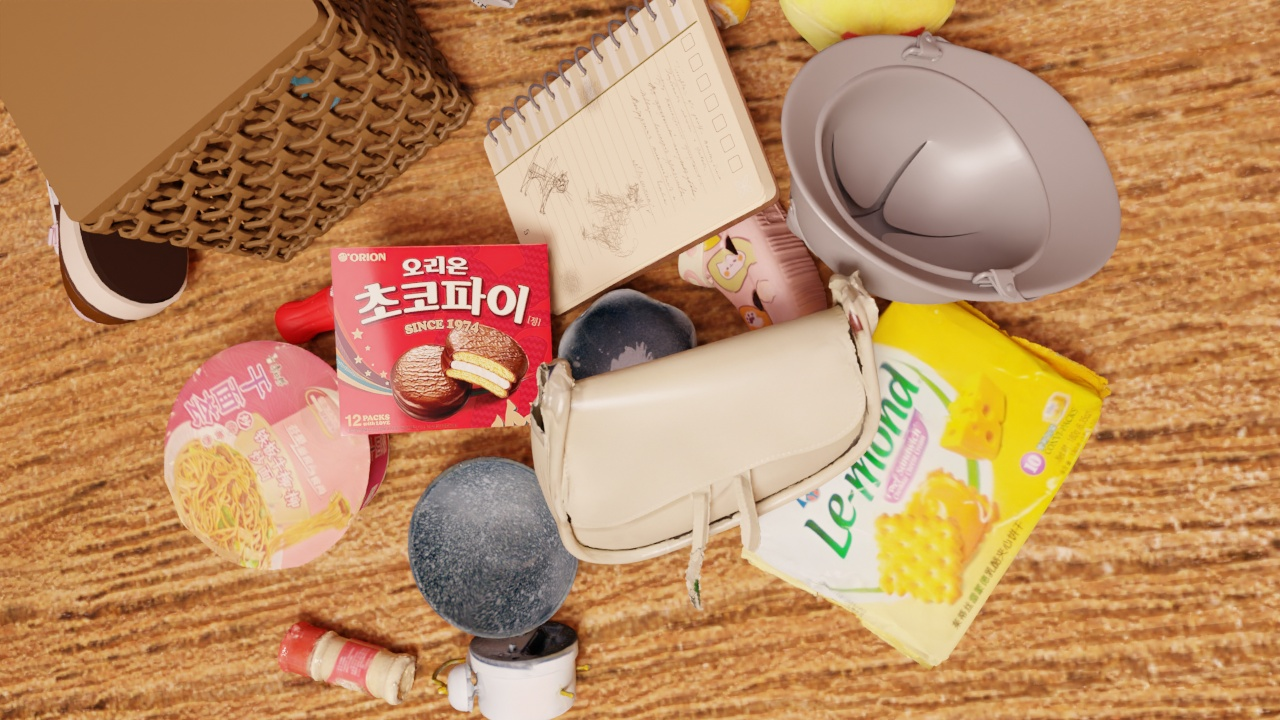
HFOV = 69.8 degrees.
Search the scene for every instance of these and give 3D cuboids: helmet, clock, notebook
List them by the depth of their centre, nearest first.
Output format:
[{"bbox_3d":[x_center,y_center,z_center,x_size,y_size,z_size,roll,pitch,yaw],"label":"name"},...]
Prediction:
[{"bbox_3d":[0.179,-0.104,0.607,0.270,0.118,0.183,-3,73,-28],"label":"helmet"},{"bbox_3d":[-0.021,-0.145,0.663,0.226,0.024,0.167,-24,84,40],"label":"notebook"},{"bbox_3d":[-0.102,0.236,0.704,0.118,0.083,0.057,-2,96,11],"label":"clock"}]

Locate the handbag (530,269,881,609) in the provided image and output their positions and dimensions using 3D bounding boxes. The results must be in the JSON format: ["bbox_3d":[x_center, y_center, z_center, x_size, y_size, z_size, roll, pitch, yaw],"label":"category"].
[{"bbox_3d":[0.044,0.056,0.576,0.229,0.184,0.131,-18,53,1],"label":"handbag"}]

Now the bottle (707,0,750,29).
[{"bbox_3d":[0.068,-0.305,0.678,0.063,0.063,0.109,26,95,11],"label":"bottle"}]

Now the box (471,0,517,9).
[{"bbox_3d":[-0.130,-0.363,0.578,0.165,0.330,0.167,25,95,-3],"label":"box"}]

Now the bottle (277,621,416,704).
[{"bbox_3d":[-0.240,0.248,0.753,0.109,0.044,0.044,13,92,11],"label":"bottle"}]

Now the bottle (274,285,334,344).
[{"bbox_3d":[-0.241,-0.048,0.756,0.119,0.036,0.036,-20,86,11],"label":"bottle"}]

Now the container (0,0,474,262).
[{"bbox_3d":[-0.309,-0.242,0.669,0.220,0.214,0.251,-34,83,11],"label":"container"}]

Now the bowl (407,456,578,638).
[{"bbox_3d":[-0.107,0.141,0.716,0.137,0.057,0.137,0,90,12],"label":"bowl"}]

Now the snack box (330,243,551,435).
[{"bbox_3d":[-0.144,-0.017,0.678,0.152,0.036,0.132,-3,94,-11],"label":"snack box"}]

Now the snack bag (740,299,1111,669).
[{"bbox_3d":[0.197,0.076,0.646,0.159,0.068,0.247,32,96,14],"label":"snack bag"}]

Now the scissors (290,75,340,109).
[{"bbox_3d":[-0.300,-0.253,0.784,0.135,0.015,0.129,-40,82,15],"label":"scissors"}]

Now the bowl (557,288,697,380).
[{"bbox_3d":[-0.004,0.004,0.696,0.110,0.055,0.110,0,89,12],"label":"bowl"}]

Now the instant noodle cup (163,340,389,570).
[{"bbox_3d":[-0.283,0.073,0.745,0.179,0.077,0.178,0,91,12],"label":"instant noodle cup"}]

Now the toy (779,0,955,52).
[{"bbox_3d":[0.155,-0.292,0.648,0.133,0.092,0.207,1,81,-9],"label":"toy"}]

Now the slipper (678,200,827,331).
[{"bbox_3d":[0.067,-0.086,0.673,0.082,0.093,0.197,-29,81,30],"label":"slipper"}]

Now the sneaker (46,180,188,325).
[{"bbox_3d":[-0.475,-0.165,0.785,0.117,0.111,0.293,-21,85,31],"label":"sneaker"}]
